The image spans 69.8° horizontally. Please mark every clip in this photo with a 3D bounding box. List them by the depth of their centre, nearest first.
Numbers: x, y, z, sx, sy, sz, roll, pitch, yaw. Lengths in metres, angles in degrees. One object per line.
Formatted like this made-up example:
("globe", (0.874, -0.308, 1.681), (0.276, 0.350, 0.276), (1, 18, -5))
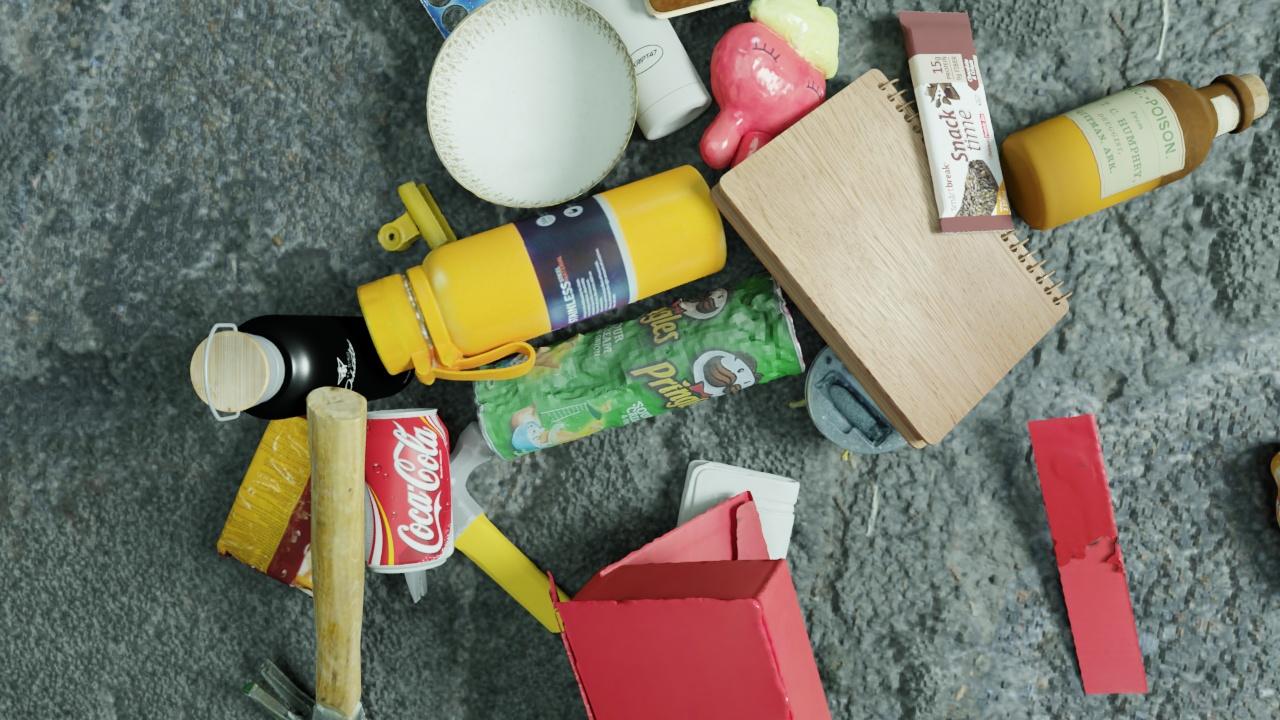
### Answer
("clip", (-0.167, -0.098, 0.665), (0.049, 0.044, 0.054), (-31, 91, -19))

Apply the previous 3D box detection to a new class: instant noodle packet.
("instant noodle packet", (-0.243, 0.102, 0.676), (0.098, 0.039, 0.135), (26, 96, 3))

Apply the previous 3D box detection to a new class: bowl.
("bowl", (-0.066, -0.170, 0.626), (0.145, 0.063, 0.145), (0, 91, 13))

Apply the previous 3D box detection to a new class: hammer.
("hammer", (-0.200, 0.155, 0.601), (0.132, 0.033, 0.331), (18, 124, 8))
("hammer", (-0.045, 0.198, 0.668), (0.323, 0.029, 0.127), (43, 96, 1))

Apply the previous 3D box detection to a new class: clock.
("clock", (0.163, 0.010, 0.624), (0.118, 0.057, 0.083), (-44, 87, 6))

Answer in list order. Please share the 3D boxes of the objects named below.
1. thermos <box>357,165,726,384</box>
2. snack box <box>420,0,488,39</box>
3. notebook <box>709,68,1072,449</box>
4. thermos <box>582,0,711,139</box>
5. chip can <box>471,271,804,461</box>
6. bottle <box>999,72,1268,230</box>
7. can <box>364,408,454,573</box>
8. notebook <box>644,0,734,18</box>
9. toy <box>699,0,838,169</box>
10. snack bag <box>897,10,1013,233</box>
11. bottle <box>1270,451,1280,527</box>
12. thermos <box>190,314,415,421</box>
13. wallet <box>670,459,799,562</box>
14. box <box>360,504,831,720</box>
("thermos", (-0.060, -0.052, 0.597), (0.232, 0.076, 0.091), (-20, 47, -11))
("snack box", (-0.124, -0.282, 0.653), (0.082, 0.027, 0.150), (-33, 90, 7))
("notebook", (0.170, -0.074, 0.601), (0.168, 0.022, 0.210), (-38, 89, -22))
("thermos", (-0.027, -0.263, 0.632), (0.052, 0.052, 0.224), (-29, 90, 6))
("chip can", (-0.004, 0.005, 0.632), (0.223, 0.075, 0.075), (-17, 91, 6))
("bottle", (0.323, -0.143, 0.596), (0.157, 0.068, 0.068), (-21, 90, 6))
("can", (-0.161, 0.087, 0.625), (0.064, 0.064, 0.105), (-3, 91, 5))
("notebook", (0.091, -0.333, 0.609), (0.225, 0.024, 0.167), (-16, 91, -8))
("toy", (0.086, -0.184, 0.616), (0.091, 0.045, 0.135), (30, 90, -29))
("snack bag", (0.210, -0.161, 0.612), (0.057, 0.013, 0.157), (-4, 80, -15))
("bottle", (0.452, 0.106, 0.597), (0.063, 0.063, 0.109), (-7, 92, 6))
("thermos", (-0.206, 0.002, 0.571), (0.061, 0.231, 0.061), (0, 92, 5))
("wallet", (0.064, 0.133, 0.652), (0.086, 0.032, 0.116), (7, 93, 3))
("box", (-0.065, 0.226, 0.691), (0.512, 0.140, 0.215), (-6, 106, 47))
